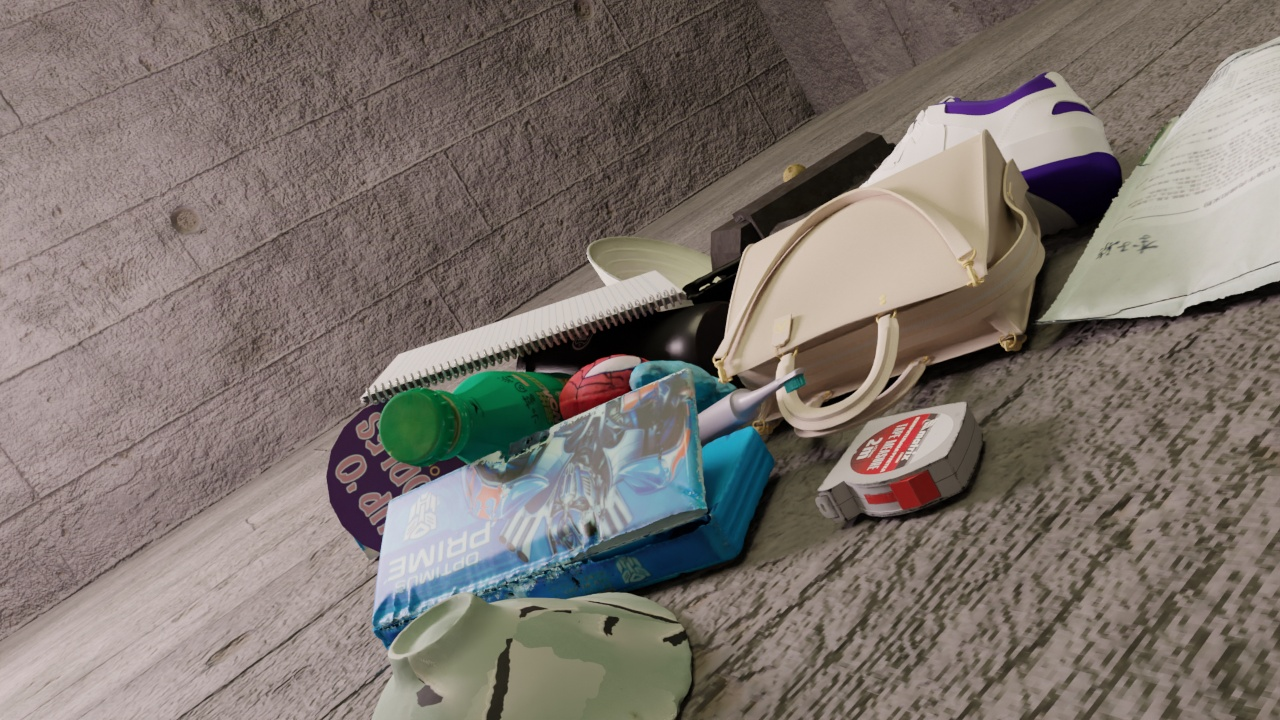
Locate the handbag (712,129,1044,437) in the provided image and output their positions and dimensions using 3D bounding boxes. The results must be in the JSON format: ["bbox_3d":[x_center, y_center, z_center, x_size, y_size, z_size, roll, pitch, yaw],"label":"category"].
[{"bbox_3d":[0.133,-0.026,0.535,0.195,0.101,0.197,-24,25,35],"label":"handbag"}]

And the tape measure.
[{"bbox_3d":[0.116,0.045,0.403,0.062,0.020,0.060,-20,15,45],"label":"tape measure"}]

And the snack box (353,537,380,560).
[{"bbox_3d":[-0.191,0.116,0.881,0.145,0.040,0.142,-29,11,7],"label":"snack box"}]

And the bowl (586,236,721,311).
[{"bbox_3d":[0.020,-0.082,1.045,0.176,0.058,0.176,11,25,-6],"label":"bowl"}]

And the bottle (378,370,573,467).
[{"bbox_3d":[-0.097,0.041,0.620,0.068,0.068,0.209,-28,-10,17],"label":"bottle"}]

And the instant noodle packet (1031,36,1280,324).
[{"bbox_3d":[0.317,-0.100,0.476,0.147,0.057,0.268,-22,19,51],"label":"instant noodle packet"}]

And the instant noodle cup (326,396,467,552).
[{"bbox_3d":[-0.177,0.096,0.734,0.136,0.122,0.122,-37,-4,-21],"label":"instant noodle cup"}]

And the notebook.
[{"bbox_3d":[-0.092,-0.026,0.741,0.245,0.013,0.178,-18,12,-2],"label":"notebook"}]

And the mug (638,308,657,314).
[{"bbox_3d":[-0.024,-0.013,0.927,0.112,0.085,0.089,-55,-8,35],"label":"mug"}]

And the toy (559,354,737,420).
[{"bbox_3d":[0.003,0.024,0.612,0.133,0.062,0.092,-14,-13,40],"label":"toy"}]

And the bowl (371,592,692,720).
[{"bbox_3d":[-0.068,0.134,0.380,0.174,0.068,0.174,-31,12,7],"label":"bowl"}]

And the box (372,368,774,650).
[{"bbox_3d":[-0.055,0.087,0.511,0.244,0.085,0.091,-25,13,29],"label":"box"}]

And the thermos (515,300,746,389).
[{"bbox_3d":[-0.004,0.004,0.735,0.105,0.106,0.219,-39,18,-35],"label":"thermos"}]

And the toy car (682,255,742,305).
[{"bbox_3d":[0.135,-0.075,0.770,0.192,0.071,0.094,-30,9,4],"label":"toy car"}]

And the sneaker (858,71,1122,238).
[{"bbox_3d":[0.201,-0.126,0.652,0.245,0.091,0.111,-18,57,37],"label":"sneaker"}]

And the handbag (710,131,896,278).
[{"bbox_3d":[0.175,-0.150,0.918,0.197,0.102,0.199,-32,10,-6],"label":"handbag"}]

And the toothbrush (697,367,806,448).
[{"bbox_3d":[0.045,0.035,0.529,0.018,0.019,0.188,-14,-13,-25],"label":"toothbrush"}]
